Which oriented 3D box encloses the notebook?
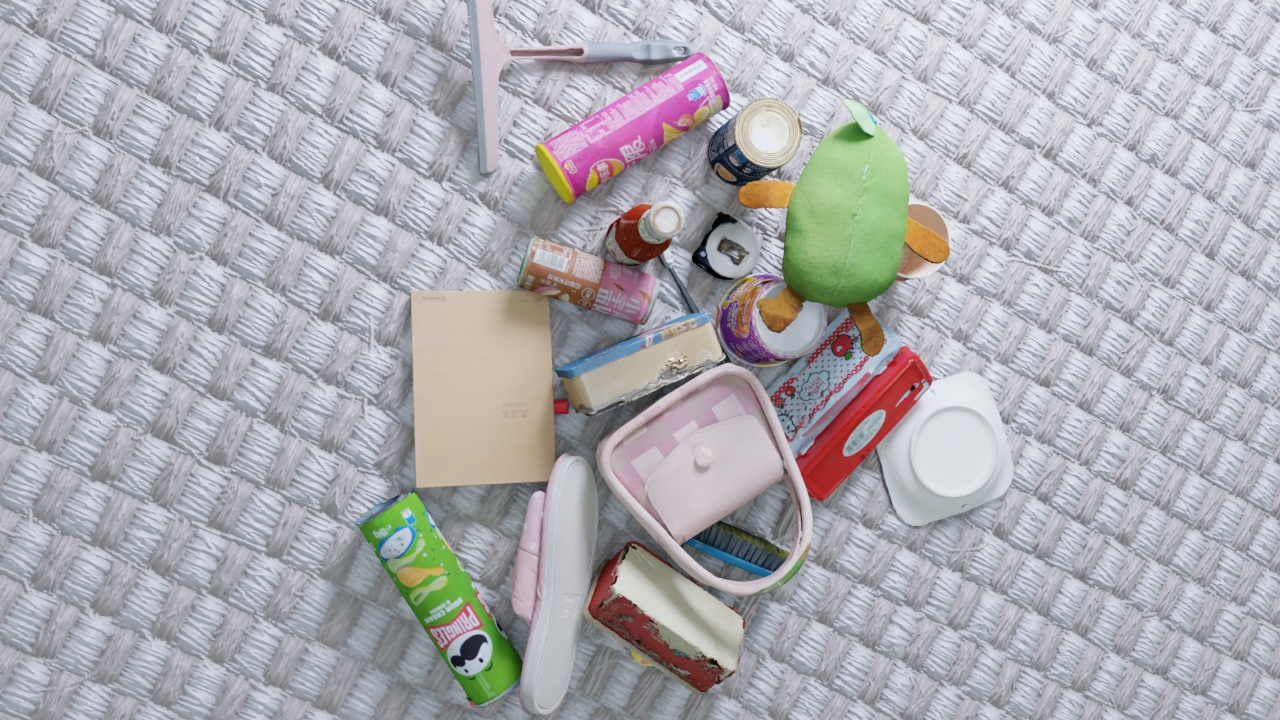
[{"bbox_3d":[-0.168,0.027,0.988,0.149,0.012,0.211,-2,84,-11],"label":"notebook"}]

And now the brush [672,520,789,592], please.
[{"bbox_3d":[0.098,0.223,1.030,0.144,0.055,0.073,24,87,-10],"label":"brush"}]

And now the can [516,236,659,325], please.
[{"bbox_3d":[-0.057,-0.085,0.995,0.147,0.058,0.058,18,88,-10],"label":"can"}]

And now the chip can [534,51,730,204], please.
[{"bbox_3d":[-0.007,-0.252,0.994,0.210,0.071,0.071,-32,96,-8],"label":"chip can"}]

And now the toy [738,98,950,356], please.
[{"bbox_3d":[0.208,-0.133,0.936,0.227,0.090,0.246,16,86,-7],"label":"toy"}]

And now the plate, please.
[{"bbox_3d":[0.363,0.105,1.085,0.164,0.034,0.163,-19,94,-8],"label":"plate"}]

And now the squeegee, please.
[{"bbox_3d":[-0.064,-0.335,0.999,0.249,0.040,0.248,-6,108,-15],"label":"squeegee"}]

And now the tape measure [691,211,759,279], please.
[{"bbox_3d":[0.100,-0.124,1.034,0.066,0.033,0.065,31,88,-9],"label":"tape measure"}]

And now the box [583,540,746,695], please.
[{"bbox_3d":[0.033,0.275,0.990,0.168,0.091,0.076,36,125,-8],"label":"box"}]

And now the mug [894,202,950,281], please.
[{"bbox_3d":[0.269,-0.123,1.027,0.114,0.106,0.081,-23,95,-9],"label":"mug"}]

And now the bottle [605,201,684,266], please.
[{"bbox_3d":[0.006,-0.130,0.930,0.059,0.206,0.060,0,92,-10],"label":"bottle"}]

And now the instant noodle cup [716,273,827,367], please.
[{"bbox_3d":[0.150,-0.044,1.012,0.111,0.099,0.111,0,93,-10],"label":"instant noodle cup"}]

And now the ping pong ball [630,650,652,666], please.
[{"bbox_3d":[0.009,0.320,1.024,0.040,0.040,0.040,0,91,-10],"label":"ping pong ball"}]

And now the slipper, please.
[{"bbox_3d":[-0.097,0.234,0.975,0.054,0.114,0.274,5,86,24],"label":"slipper"}]

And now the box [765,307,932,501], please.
[{"bbox_3d":[0.222,0.047,1.051,0.201,0.098,0.119,-47,133,0],"label":"box"}]

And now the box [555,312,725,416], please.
[{"bbox_3d":[-0.006,0.006,0.988,0.184,0.090,0.060,-21,95,-16],"label":"box"}]

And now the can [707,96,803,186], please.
[{"bbox_3d":[0.123,-0.236,0.996,0.075,0.111,0.075,0,91,-10],"label":"can"}]

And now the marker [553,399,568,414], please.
[{"bbox_3d":[-0.151,0.053,1.003,0.145,0.017,0.017,-1,91,-10],"label":"marker"}]

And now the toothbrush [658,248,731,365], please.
[{"bbox_3d":[0.066,-0.051,1.040,0.015,0.018,0.181,-32,98,-16],"label":"toothbrush"}]

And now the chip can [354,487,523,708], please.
[{"bbox_3d":[-0.209,0.250,0.969,0.072,0.072,0.236,-32,96,-8],"label":"chip can"}]

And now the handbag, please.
[{"bbox_3d":[0.083,0.138,0.975,0.193,0.093,0.234,-32,77,-6],"label":"handbag"}]
